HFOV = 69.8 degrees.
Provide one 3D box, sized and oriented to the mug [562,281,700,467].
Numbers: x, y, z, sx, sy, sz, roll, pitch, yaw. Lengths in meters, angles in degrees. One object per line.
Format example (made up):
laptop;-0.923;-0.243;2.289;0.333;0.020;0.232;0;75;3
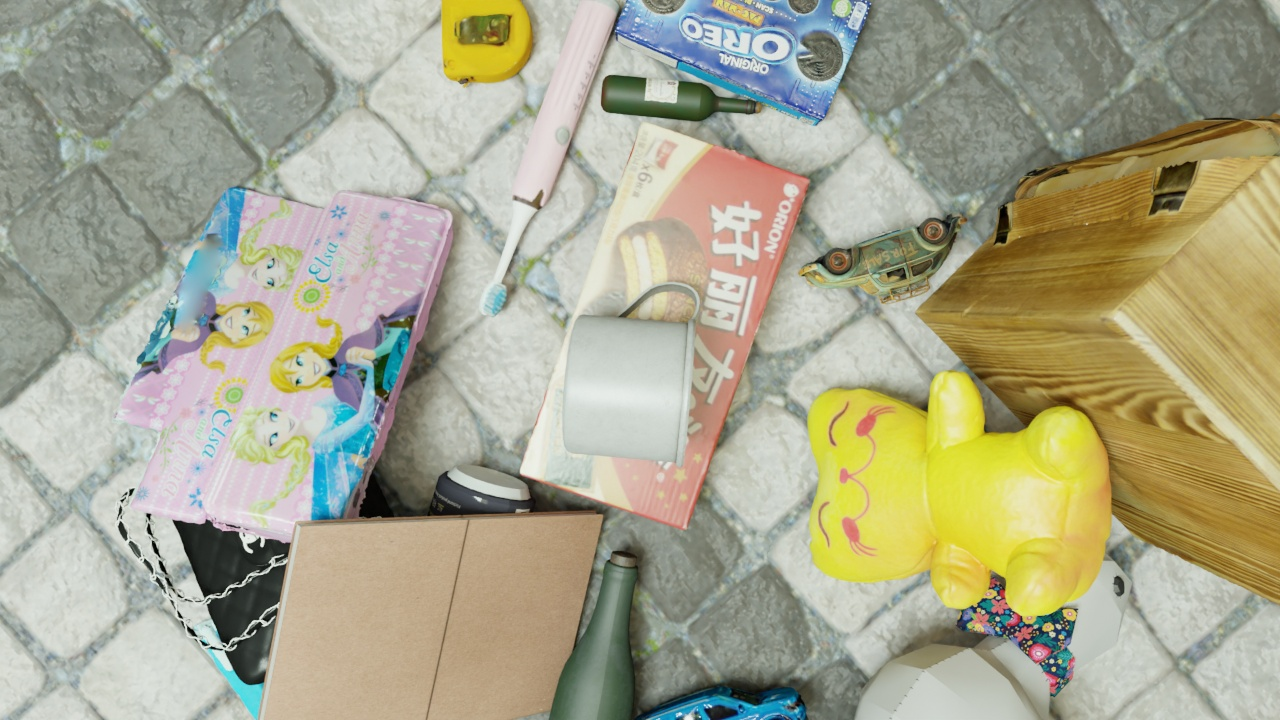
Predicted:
mug;-0.003;0.003;0.529;0.070;0.084;0.113;5;63;2

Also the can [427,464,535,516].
can;-0.115;0.136;0.596;0.064;0.064;0.127;17;92;-1

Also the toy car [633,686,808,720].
toy car;0.050;0.241;0.606;0.120;0.056;0.043;-17;79;4

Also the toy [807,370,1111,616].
toy;0.184;0.074;0.551;0.087;0.194;0.134;2;86;-36

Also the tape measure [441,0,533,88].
tape measure;-0.100;-0.213;0.601;0.059;0.030;0.068;1;93;1

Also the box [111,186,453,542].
box;-0.219;-0.010;0.555;0.159;0.035;0.229;11;62;0

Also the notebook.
notebook;-0.117;0.161;0.549;0.208;0.008;0.141;7;99;-44

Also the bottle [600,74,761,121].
bottle;0.027;-0.172;0.606;0.106;0.025;0.025;5;92;-1

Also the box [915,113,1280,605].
box;0.313;-0.010;0.492;0.247;0.279;0.176;43;95;-2

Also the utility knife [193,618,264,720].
utility knife;-0.250;0.246;0.622;0.022;0.015;0.169;-33;91;1

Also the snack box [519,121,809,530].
snack box;0.014;-0.021;0.594;0.113;0.060;0.236;20;92;-2

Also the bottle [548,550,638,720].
bottle;-0.028;0.212;0.605;0.055;0.055;0.174;12;90;-1

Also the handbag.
handbag;-0.214;0.099;0.550;0.125;0.115;0.153;-33;67;1

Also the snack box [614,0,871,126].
snack box;0.066;-0.221;0.604;0.150;0.027;0.082;21;92;-1

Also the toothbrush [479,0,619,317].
toothbrush;-0.063;-0.134;0.606;0.027;0.026;0.222;18;92;-40

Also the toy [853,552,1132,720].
toy;0.219;0.230;0.574;0.267;0.141;0.247;-30;111;-24

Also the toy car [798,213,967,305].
toy car;0.162;-0.060;0.600;0.112;0.047;0.047;-17;87;0
